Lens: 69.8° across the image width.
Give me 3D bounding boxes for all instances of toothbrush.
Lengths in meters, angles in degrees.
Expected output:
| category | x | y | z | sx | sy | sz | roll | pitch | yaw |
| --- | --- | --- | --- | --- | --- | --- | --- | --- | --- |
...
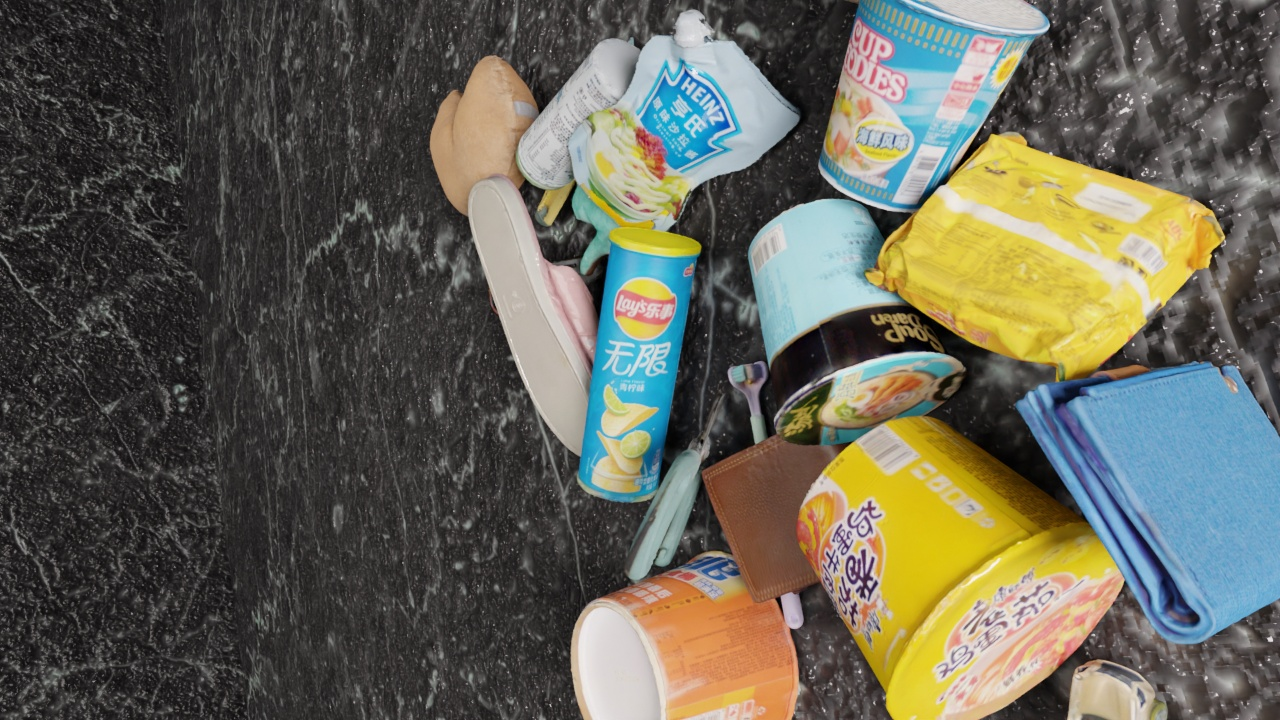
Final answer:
| category | x | y | z | sx | sy | sz | roll | pitch | yaw |
| --- | --- | --- | --- | --- | --- | --- | --- | --- | --- |
| toothbrush | 0.093 | 0.095 | 0.650 | 0.029 | 0.021 | 0.189 | -11 | 84 | 11 |

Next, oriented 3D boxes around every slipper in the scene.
| category | x | y | z | sx | sy | sz | roll | pitch | yaw |
| --- | --- | --- | --- | --- | --- | --- | --- | --- | --- |
| slipper | -0.082 | -0.042 | 0.837 | 0.114 | 0.054 | 0.274 | -26 | 87 | 56 |

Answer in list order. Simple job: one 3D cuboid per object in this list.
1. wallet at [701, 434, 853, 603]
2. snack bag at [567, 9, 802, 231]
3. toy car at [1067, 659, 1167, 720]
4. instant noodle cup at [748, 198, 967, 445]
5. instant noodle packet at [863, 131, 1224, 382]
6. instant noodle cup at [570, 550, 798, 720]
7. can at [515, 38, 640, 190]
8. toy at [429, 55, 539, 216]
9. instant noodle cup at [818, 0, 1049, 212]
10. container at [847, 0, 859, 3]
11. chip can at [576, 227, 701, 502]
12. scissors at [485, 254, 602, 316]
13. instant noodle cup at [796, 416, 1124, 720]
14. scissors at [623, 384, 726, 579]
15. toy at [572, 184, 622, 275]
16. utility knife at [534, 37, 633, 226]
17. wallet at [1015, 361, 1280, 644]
| category | x | y | z | sx | sy | sz | roll | pitch | yaw |
| --- | --- | --- | --- | --- | --- | --- | --- | --- | --- |
| wallet | 0.104 | 0.098 | 0.607 | 0.125 | 0.032 | 0.101 | -34 | 73 | 41 |
| snack bag | 0.022 | -0.166 | 0.674 | 0.110 | 0.038 | 0.192 | 52 | 143 | -4 |
| toy car | 0.231 | 0.195 | 0.454 | 0.042 | 0.035 | 0.090 | 10 | 99 | 53 |
| instant noodle cup | 0.117 | -0.026 | 0.542 | 0.111 | 0.111 | 0.120 | -46 | 48 | 46 |
| instant noodle packet | 0.192 | -0.049 | 0.446 | 0.111 | 0.044 | 0.128 | -46 | 47 | -1 |
| instant noodle cup | 0.025 | 0.225 | 0.679 | 0.152 | 0.111 | 0.151 | 9 | 101 | 54 |
| can | -0.048 | -0.199 | 0.758 | 0.147 | 0.058 | 0.058 | -33 | 67 | 51 |
| toy | -0.174 | -0.213 | 0.949 | 0.227 | 0.082 | 0.143 | -14 | 77 | 57 |
| instant noodle cup | 0.147 | -0.143 | 0.494 | 0.099 | 0.099 | 0.110 | 52 | 140 | 38 |
| container | 0.096 | -0.283 | 0.550 | 0.111 | 0.090 | 0.090 | 54 | 134 | 41 |
| chip can | -0.004 | 0.004 | 0.732 | 0.071 | 0.071 | 0.210 | 31 | 118 | 49 |
| scissors | -0.100 | -0.096 | 0.904 | 0.207 | 0.015 | 0.192 | -56 | 50 | 41 |
| instant noodle cup | 0.154 | 0.103 | 0.476 | 0.109 | 0.137 | 0.138 | 53 | 134 | 48 |
| scissors | 0.026 | 0.106 | 0.672 | 0.019 | 0.169 | 0.180 | 21 | 142 | 12 |
| toy | -0.036 | -0.124 | 0.797 | 0.097 | 0.030 | 0.092 | -58 | 46 | 28 |
| utility knife | -0.050 | -0.197 | 0.830 | 0.220 | 0.022 | 0.031 | -50 | 60 | 39 |
| wallet | 0.220 | 0.048 | 0.369 | 0.040 | 0.132 | 0.106 | -49 | 55 | 44 |
